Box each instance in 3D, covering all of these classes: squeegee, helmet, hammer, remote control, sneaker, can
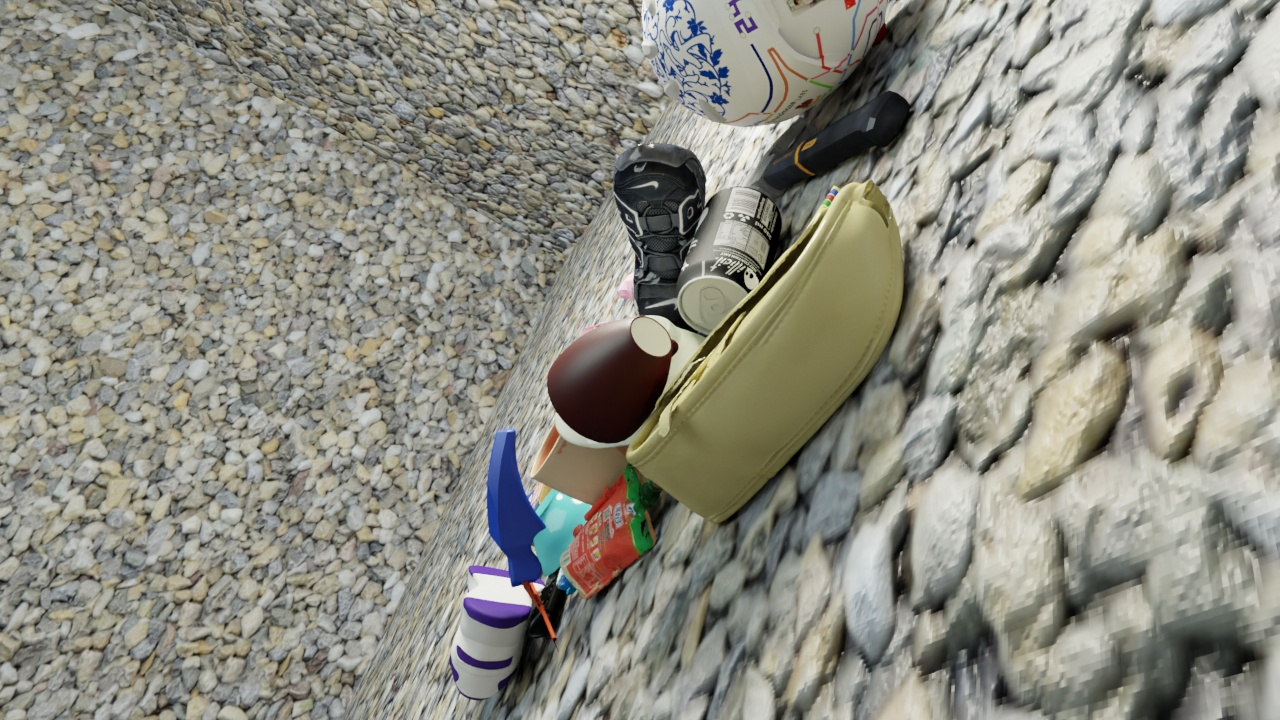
[{"bbox_3d":[-0.123,0.160,0.909,0.249,0.055,0.185,-175,78,-77],"label":"squeegee"},{"bbox_3d":[0.115,-0.365,0.972,0.235,0.231,0.315,-34,13,-14],"label":"helmet"},{"bbox_3d":[0.166,-0.194,0.887,0.139,0.035,0.313,-60,11,-5],"label":"hammer"},{"bbox_3d":[-0.089,0.239,0.984,0.046,0.021,0.140,-52,9,26],"label":"remote control"},{"bbox_3d":[0.023,-0.104,0.956,0.253,0.097,0.150,60,-146,-59],"label":"sneaker"},{"bbox_3d":[-0.165,0.303,1.025,0.244,0.092,0.111,171,112,-86],"label":"sneaker"},{"bbox_3d":[0.085,-0.096,0.872,0.080,0.080,0.145,-50,14,45],"label":"can"},{"bbox_3d":[-0.114,0.183,1.155,0.059,0.054,0.099,-54,13,26],"label":"can"}]

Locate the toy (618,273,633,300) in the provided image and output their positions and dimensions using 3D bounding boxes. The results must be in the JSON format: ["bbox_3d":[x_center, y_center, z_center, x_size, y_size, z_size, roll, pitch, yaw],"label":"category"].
[{"bbox_3d":[0.027,-0.117,1.246,0.123,0.067,0.158,-63,15,-18],"label":"toy"}]

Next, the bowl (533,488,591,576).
[{"bbox_3d":[-0.089,0.173,1.010,0.121,0.046,0.121,-52,7,9],"label":"bowl"}]

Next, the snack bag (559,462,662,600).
[{"bbox_3d":[-0.022,0.150,0.829,0.155,0.044,0.087,-53,38,38],"label":"snack bag"}]

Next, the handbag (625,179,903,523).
[{"bbox_3d":[0.084,-0.007,0.642,0.234,0.088,0.190,-51,12,45],"label":"handbag"}]

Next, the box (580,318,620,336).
[{"bbox_3d":[-0.039,0.022,1.117,0.112,0.099,0.233,-57,12,-7],"label":"box"}]

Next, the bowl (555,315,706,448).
[{"bbox_3d":[-0.005,0.005,0.831,0.177,0.058,0.176,-17,25,8],"label":"bowl"}]

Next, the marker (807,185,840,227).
[{"bbox_3d":[0.138,-0.091,0.799,0.132,0.014,0.014,-59,11,11],"label":"marker"}]

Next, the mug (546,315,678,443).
[{"bbox_3d":[-0.006,0.002,0.723,0.113,0.087,0.089,-22,-18,-45],"label":"mug"}]

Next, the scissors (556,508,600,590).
[{"bbox_3d":[-0.053,0.174,0.930,0.126,0.023,0.061,-60,6,-17],"label":"scissors"}]

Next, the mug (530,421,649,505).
[{"bbox_3d":[-0.041,0.093,0.910,0.085,0.104,0.111,-54,11,29],"label":"mug"}]

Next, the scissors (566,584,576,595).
[{"bbox_3d":[-0.044,0.180,0.956,0.116,0.014,0.130,-56,7,42],"label":"scissors"}]

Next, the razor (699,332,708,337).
[{"bbox_3d":[0.063,-0.023,0.957,0.141,0.018,0.044,-58,-14,1],"label":"razor"}]
